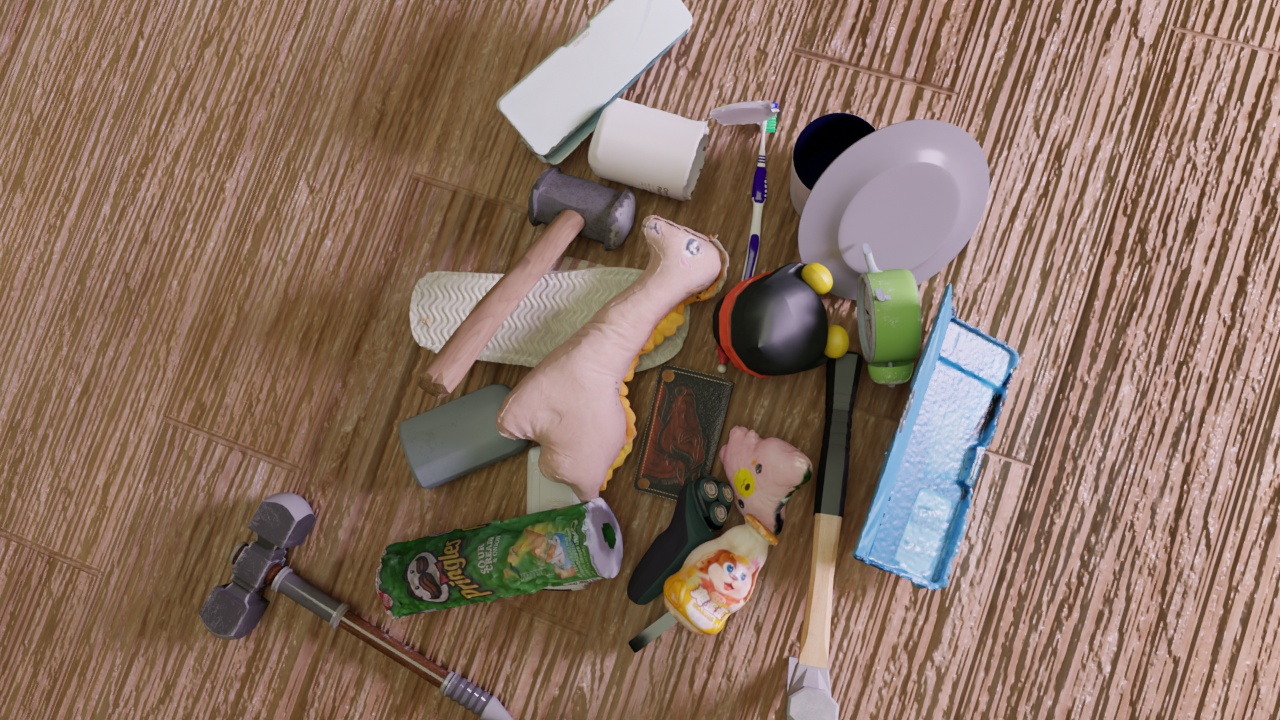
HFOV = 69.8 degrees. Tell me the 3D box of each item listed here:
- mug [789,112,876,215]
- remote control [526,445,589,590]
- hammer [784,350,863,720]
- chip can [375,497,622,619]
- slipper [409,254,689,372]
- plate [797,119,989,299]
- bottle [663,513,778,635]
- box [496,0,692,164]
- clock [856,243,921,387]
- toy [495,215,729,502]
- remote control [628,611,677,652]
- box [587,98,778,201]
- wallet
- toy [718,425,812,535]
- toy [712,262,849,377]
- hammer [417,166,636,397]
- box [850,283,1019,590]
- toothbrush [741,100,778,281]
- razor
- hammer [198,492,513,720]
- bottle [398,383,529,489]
[{"bbox_3d":[0.175,-0.155,0.838,0.079,0.097,0.112,8,84,9],"label":"mug"},{"bbox_3d":[-0.079,0.150,0.874,0.060,0.025,0.138,-1,85,8],"label":"remote control"},{"bbox_3d":[0.163,0.152,0.804,0.039,0.131,0.327,7,75,9],"label":"hammer"},{"bbox_3d":[-0.128,0.181,0.831,0.224,0.075,0.075,-16,81,19],"label":"chip can"},{"bbox_3d":[-0.086,-0.046,0.880,0.263,0.052,0.115,1,94,-4],"label":"slipper"},{"bbox_3d":[0.224,-0.124,0.801,0.178,0.178,0.012,-26,41,4],"label":"plate"},{"bbox_3d":[0.071,0.183,0.793,0.063,0.063,0.108,41,90,11],"label":"bottle"},{"bbox_3d":[-0.044,-0.282,0.895,0.199,0.096,0.086,-40,110,2],"label":"box"},{"bbox_3d":[0.216,-0.033,0.805,0.042,0.119,0.094,-3,44,5],"label":"clock"},{"bbox_3d":[-0.005,0.005,0.841,0.264,0.065,0.196,-41,108,-7],"label":"toy"},{"bbox_3d":[0.054,0.218,0.842,0.150,0.034,0.013,-37,76,2],"label":"remote control"},{"bbox_3d":[0.040,-0.211,0.868,0.160,0.084,0.118,20,89,8],"label":"box"},{"bbox_3d":[0.040,0.070,0.869,0.072,0.019,0.123,13,85,9],"label":"wallet"},{"bbox_3d":[0.109,0.101,0.831,0.093,0.050,0.103,46,133,26],"label":"toy"},{"bbox_3d":[0.112,-0.033,0.830,0.099,0.119,0.097,-26,107,-25],"label":"toy"},{"bbox_3d":[-0.100,-0.075,0.793,0.098,0.327,0.052,20,131,10],"label":"hammer"},{"bbox_3d":[0.238,0.067,0.779,0.066,0.173,0.231,14,78,45],"label":"box"},{"bbox_3d":[0.116,-0.162,0.889,0.016,0.015,0.186,7,85,4],"label":"toothbrush"},{"bbox_3d":[0.032,0.167,0.836,0.143,0.047,0.052,-55,42,19],"label":"razor"},{"bbox_3d":[-0.258,0.265,0.882,0.322,0.043,0.156,28,88,8],"label":"hammer"},{"bbox_3d":[-0.147,0.063,0.884,0.161,0.046,0.072,-22,80,5],"label":"bottle"}]
